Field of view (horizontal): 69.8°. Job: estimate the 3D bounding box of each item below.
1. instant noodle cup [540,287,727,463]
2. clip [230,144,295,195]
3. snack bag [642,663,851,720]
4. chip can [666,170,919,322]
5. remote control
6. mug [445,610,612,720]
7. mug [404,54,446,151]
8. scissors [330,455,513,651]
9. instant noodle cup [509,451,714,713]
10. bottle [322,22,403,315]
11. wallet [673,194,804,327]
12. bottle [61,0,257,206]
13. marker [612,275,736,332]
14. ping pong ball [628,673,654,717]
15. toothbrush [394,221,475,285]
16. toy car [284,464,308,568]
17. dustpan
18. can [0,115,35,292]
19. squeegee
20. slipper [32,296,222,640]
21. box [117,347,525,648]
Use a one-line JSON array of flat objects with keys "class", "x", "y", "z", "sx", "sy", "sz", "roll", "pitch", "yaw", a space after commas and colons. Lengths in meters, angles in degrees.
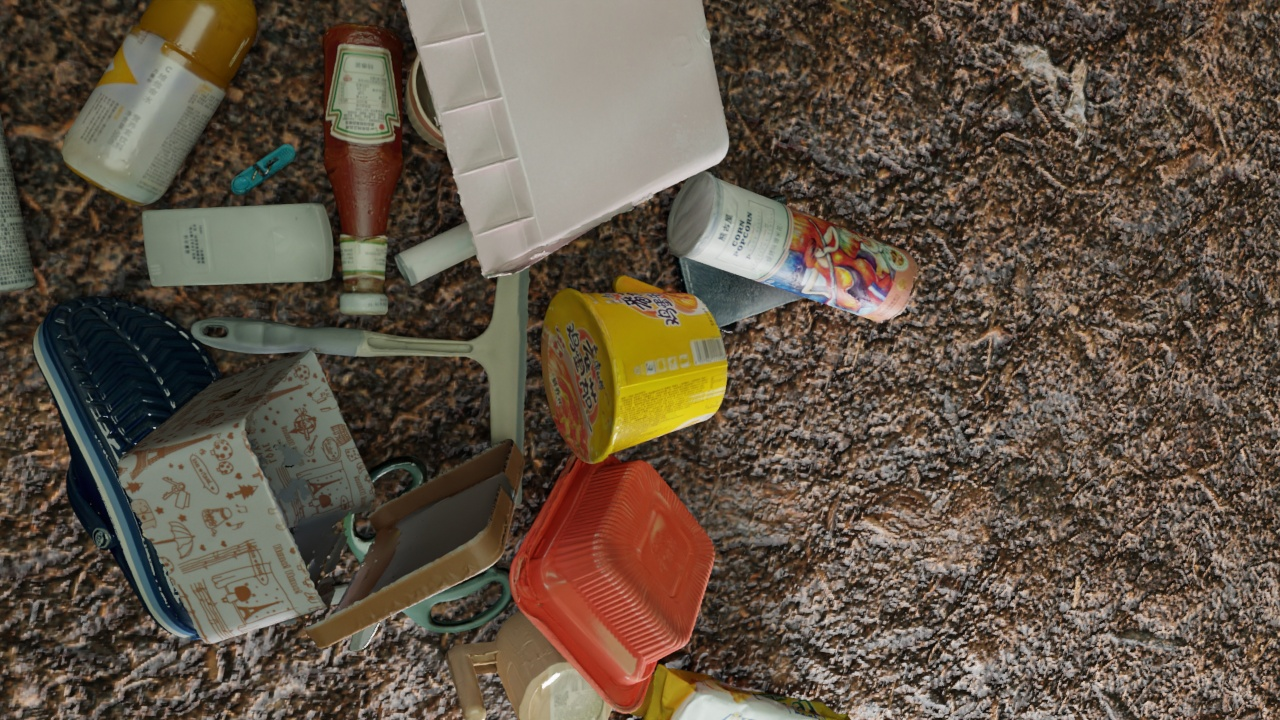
[{"class": "instant noodle cup", "x": -0.004, "y": 0.004, "z": 0.739, "sx": 0.109, "sy": 0.138, "sz": 0.138, "roll": -10, "pitch": 103, "yaw": -28}, {"class": "clip", "x": -0.278, "y": -0.141, "z": 0.677, "sx": 0.056, "sy": 0.050, "sz": 0.015, "roll": -43, "pitch": 107, "yaw": -18}, {"class": "snack bag", "x": 0.077, "y": 0.372, "z": 0.845, "sx": 0.246, "sy": 0.068, "sz": 0.158, "roll": 26, "pitch": 92, "yaw": -31}, {"class": "chip can", "x": 0.131, "y": -0.092, "z": 0.775, "sx": 0.214, "sy": 0.071, "sz": 0.071, "roll": 15, "pitch": 94, "yaw": -26}, {"class": "remote control", "x": -0.288, "y": -0.082, "z": 0.657, "sx": 0.135, "sy": 0.019, "sz": 0.056, "roll": -2, "pitch": 100, "yaw": 6}, {"class": "mug", "x": -0.093, "y": 0.264, "z": 0.766, "sx": 0.124, "sy": 0.103, "sz": 0.084, "roll": 1, "pitch": 99, "yaw": -19}, {"class": "mug", "x": -0.116, "y": -0.188, "z": 0.677, "sx": 0.114, "sy": 0.106, "sz": 0.081, "roll": 29, "pitch": 89, "yaw": -21}, {"class": "scissors", "x": -0.178, "y": 0.170, "z": 0.767, "sx": 0.178, "sy": 0.019, "sz": 0.170, "roll": 19, "pitch": 92, "yaw": -22}, {"class": "instant noodle cup", "x": -0.010, "y": 0.163, "z": 0.739, "sx": 0.079, "sy": 0.188, "sz": 0.164, "roll": -25, "pitch": 114, "yaw": 34}, {"class": "bottle", "x": -0.203, "y": -0.136, "z": 0.672, "sx": 0.059, "sy": 0.060, "sz": 0.206, "roll": 0, "pitch": 93, "yaw": -19}, {"class": "wallet", "x": 0.086, "y": -0.084, "z": 0.805, "sx": 0.120, "sy": 0.019, "sz": 0.097, "roll": -19, "pitch": 105, "yaw": -21}, {"class": "bottle", "x": -0.318, "y": -0.199, "z": 0.628, "sx": 0.068, "sy": 0.068, "sz": 0.189, "roll": 31, "pitch": 89, "yaw": -21}, {"class": "marker", "x": 0.031, "y": -0.048, "z": 0.801, "sx": 0.123, "sy": 0.015, "sz": 0.018, "roll": 18, "pitch": 95, "yaw": -23}, {"class": "ping pong ball", "x": 0.001, "y": 0.304, "z": 0.838, "sx": 0.040, "sy": 0.040, "sz": 0.040, "roll": -3, "pitch": 100, "yaw": -18}, {"class": "toothbrush", "x": -0.088, "y": -0.119, "z": 0.725, "sx": 0.220, "sy": 0.027, "sz": 0.026, "roll": -29, "pitch": 72, "yaw": -17}, {"class": "toy car", "x": -0.276, "y": 0.123, "z": 0.717, "sx": 0.048, "sy": 0.032, "sz": 0.105, "roll": 13, "pitch": 95, "yaw": -20}, {"class": "dustpan", "x": -0.047, "y": -0.204, "z": 0.663, "sx": 0.272, "sy": 0.139, "sz": 0.223, "roll": -19, "pitch": 111, "yaw": -22}, {"class": "can", "x": -0.446, "y": -0.117, "z": 0.604, "sx": 0.058, "sy": 0.058, "sz": 0.147, "roll": -8, "pitch": 102, "yaw": -17}, {"class": "squeegee", "x": -0.212, "y": -0.013, "z": 0.712, "sx": 0.246, "sy": 0.039, "sz": 0.246, "roll": 3, "pitch": 84, "yaw": -17}, {"class": "slipper", "x": -0.350, "y": 0.078, "z": 0.657, "sx": 0.095, "sy": 0.104, "sz": 0.253, "roll": -21, "pitch": 93, "yaw": 28}, {"class": "box", "x": -0.186, "y": 0.075, "z": 0.603, "sx": 0.193, "sy": 0.183, "sz": 0.157, "roll": -20, "pitch": 107, "yaw": 0}]
